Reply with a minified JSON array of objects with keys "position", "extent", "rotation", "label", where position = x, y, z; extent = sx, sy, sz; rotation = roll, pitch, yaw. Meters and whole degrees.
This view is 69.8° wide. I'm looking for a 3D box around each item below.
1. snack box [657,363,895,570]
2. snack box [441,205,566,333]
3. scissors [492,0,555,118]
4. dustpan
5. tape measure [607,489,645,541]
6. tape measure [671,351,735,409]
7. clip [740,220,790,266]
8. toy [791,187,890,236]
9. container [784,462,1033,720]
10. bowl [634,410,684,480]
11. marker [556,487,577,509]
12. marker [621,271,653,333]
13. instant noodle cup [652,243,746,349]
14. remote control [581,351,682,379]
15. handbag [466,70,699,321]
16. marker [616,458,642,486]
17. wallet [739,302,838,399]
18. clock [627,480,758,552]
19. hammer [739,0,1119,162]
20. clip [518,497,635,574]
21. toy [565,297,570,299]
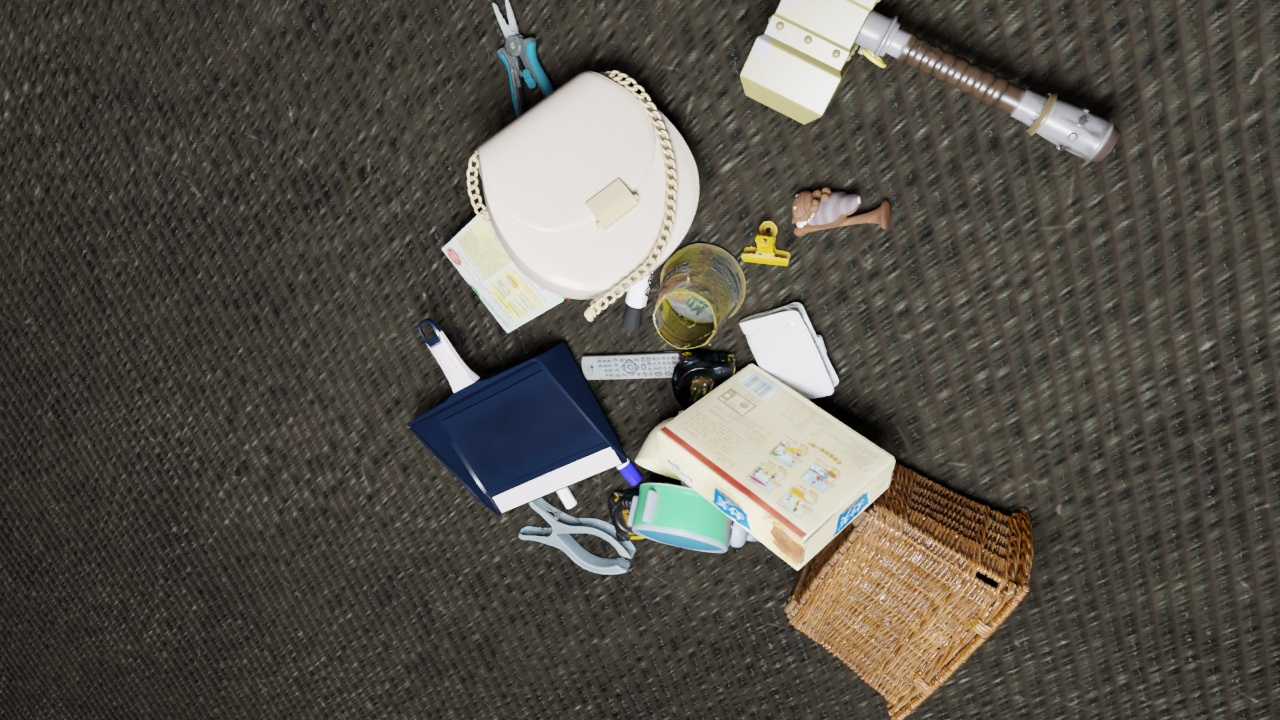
[{"position":[0.143,0.107,0.988],"extent":[0.207,0.153,0.055],"rotation":[36,146,33],"label":"snack box"},{"position":[-0.155,-0.107,1.060],"extent":[0.132,0.027,0.168],"rotation":[53,149,-10],"label":"snack box"},{"position":[-0.123,-0.311,0.997],"extent":[0.149,0.019,0.123],"rotation":[39,125,3],"label":"scissors"},{"position":[-0.186,0.061,1.155],"extent":[0.237,0.080,0.273],"rotation":[-26,95,30],"label":"dustpan"},{"position":[-0.006,0.200,1.201],"extent":[0.063,0.038,0.067],"rotation":[-7,110,31],"label":"tape measure"},{"position":[0.072,0.024,1.077],"extent":[0.071,0.042,0.072],"rotation":[3,121,-5],"label":"tape measure"},{"position":[0.138,-0.128,1.002],"extent":[0.053,0.035,0.046],"rotation":[9,136,16],"label":"clip"},{"position":[0.202,-0.156,0.952],"extent":[0.102,0.041,0.055],"rotation":[-7,135,30],"label":"toy"},{"position":[0.297,0.248,1.055],"extent":[0.183,0.161,0.251],"rotation":[32,121,7],"label":"container"},{"position":[0.060,0.102,1.101],"extent":[0.118,0.118,0.074],"rotation":[13,76,12],"label":"bowl"},{"position":[-0.124,0.141,1.219],"extent":[0.017,0.020,0.133],"rotation":[-27,105,8],"label":"marker"},{"position":[-0.001,-0.088,1.062],"extent":[0.025,0.025,0.126],"rotation":[18,120,9],"label":"marker"},{"position":[0.059,-0.064,1.005],"extent":[0.102,0.108,0.102],"rotation":[7,117,13],"label":"instant noodle cup"},{"position":[-0.007,0.007,1.117],"extent":[0.137,0.013,0.033],"rotation":[-1,114,19],"label":"remote control"},{"position":[-0.052,-0.173,0.955],"extent":[0.210,0.103,0.208],"rotation":[-39,92,-9],"label":"handbag"},{"position":[-0.047,0.102,1.174],"extent":[0.020,0.020,0.141],"rotation":[-32,102,29],"label":"marker"},{"position":[0.170,-0.008,1.044],"extent":[0.086,0.032,0.116],"rotation":[-11,114,35],"label":"wallet"},{"position":[0.073,0.195,1.129],"extent":[0.161,0.075,0.122],"rotation":[16,163,-11],"label":"clock"},{"position":[0.278,-0.268,0.835],"extent":[0.325,0.100,0.191],"rotation":[28,121,4],"label":"hammer"},{"position":[-0.092,0.255,1.261],"extent":[0.163,0.027,0.108],"rotation":[26,119,6],"label":"clip"},{"position":[-0.085,-0.142,1.047],"extent":[0.124,0.096,0.131],"rotation":[-11,128,46],"label":"toy"}]
